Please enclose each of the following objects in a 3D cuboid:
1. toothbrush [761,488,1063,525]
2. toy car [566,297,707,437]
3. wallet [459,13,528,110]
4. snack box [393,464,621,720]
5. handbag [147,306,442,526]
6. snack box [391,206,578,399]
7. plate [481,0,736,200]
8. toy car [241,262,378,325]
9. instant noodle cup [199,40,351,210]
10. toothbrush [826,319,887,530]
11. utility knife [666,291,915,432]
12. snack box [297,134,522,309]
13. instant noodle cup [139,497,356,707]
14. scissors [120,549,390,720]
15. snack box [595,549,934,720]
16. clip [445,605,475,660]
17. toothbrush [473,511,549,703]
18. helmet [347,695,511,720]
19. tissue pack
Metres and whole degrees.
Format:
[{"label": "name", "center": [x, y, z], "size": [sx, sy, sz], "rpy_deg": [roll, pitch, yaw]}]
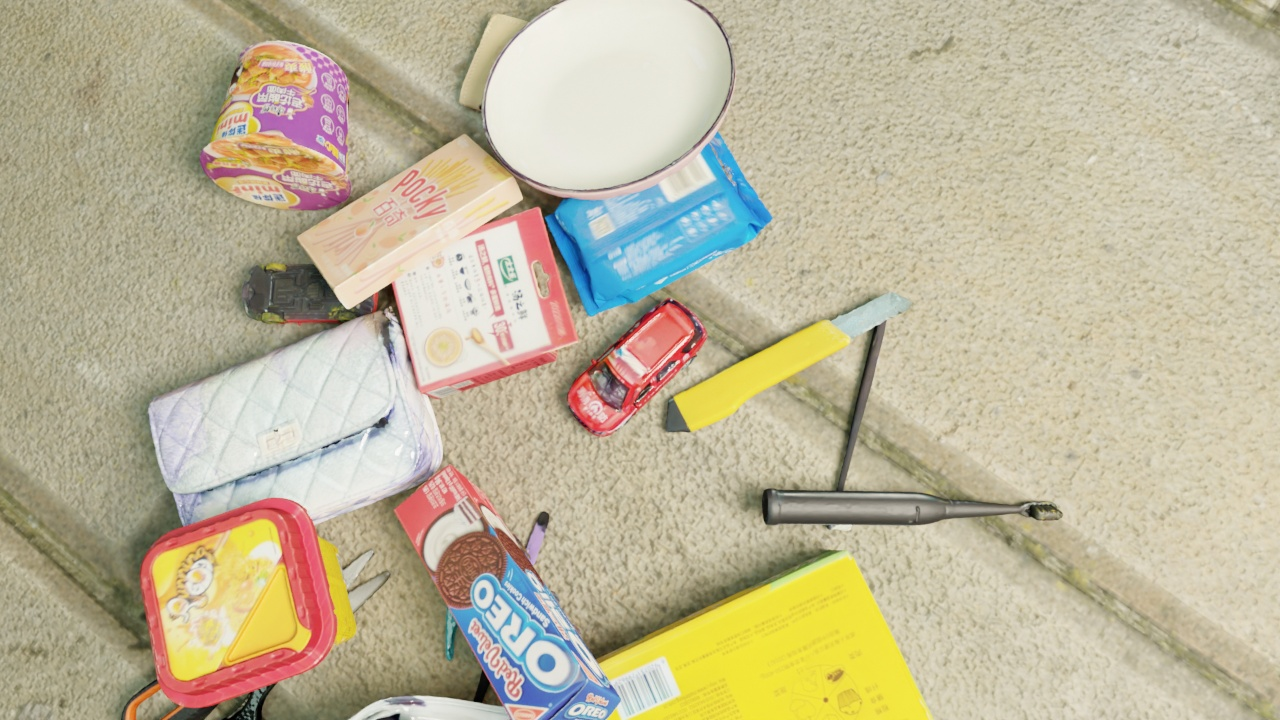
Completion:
[{"label": "toothbrush", "center": [0.194, 0.106, 0.652], "size": [0.212, 0.027, 0.026], "rpy_deg": [1, 98, -2]}, {"label": "toy car", "center": [-0.004, 0.004, 0.689], "size": [0.120, 0.045, 0.053], "rpy_deg": [-45, 78, -1]}, {"label": "wallet", "center": [-0.080, -0.232, 0.746], "size": [0.115, 0.024, 0.087], "rpy_deg": [19, 88, 9]}, {"label": "snack box", "center": [-0.094, 0.163, 0.621], "size": [0.057, 0.058, 0.207], "rpy_deg": [-39, 52, -5]}, {"label": "handbag", "center": [-0.255, 0.054, 0.689], "size": [0.194, 0.075, 0.134], "rpy_deg": [-22, 79, 1]}, {"label": "snack box", "center": [-0.118, -0.043, 0.707], "size": [0.127, 0.044, 0.113], "rpy_deg": [-17, 79, 4]}, {"label": "plate", "center": [-0.022, -0.196, 0.688], "size": [0.192, 0.039, 0.192], "rpy_deg": [-5, 65, 11]}, {"label": "toy car", "center": [-0.262, -0.053, 0.728], "size": [0.106, 0.031, 0.049], "rpy_deg": [-1, 80, 1]}, {"label": "instant noodle cup", "center": [-0.277, -0.185, 0.719], "size": [0.111, 0.112, 0.099], "rpy_deg": [1, 71, 6]}, {"label": "toothbrush", "center": [0.166, 0.038, 0.681], "size": [0.018, 0.015, 0.181], "rpy_deg": [13, 83, 5]}, {"label": "utility knife", "center": [0.109, 0.002, 0.687], "size": [0.207, 0.015, 0.033], "rpy_deg": [-27, 76, 5]}, {"label": "snack box", "center": [-0.176, -0.109, 0.700], "size": [0.157, 0.026, 0.084], "rpy_deg": [-36, 50, -12]}, {"label": "instant noodle cup", "center": [-0.259, 0.166, 0.632], "size": [0.116, 0.124, 0.116], "rpy_deg": [-19, 74, -4]}, {"label": "scissors", "center": [-0.274, 0.242, 0.691], "size": [0.234, 0.022, 0.162], "rpy_deg": [-18, 82, -3]}, {"label": "snack box", "center": [0.080, 0.242, 0.624], "size": [0.210, 0.070, 0.157], "rpy_deg": [-25, 79, -2]}, {"label": "clip", "center": [-0.135, 0.195, 0.685], "size": [0.040, 0.014, 0.056], "rpy_deg": [-9, 79, 3]}, {"label": "toothbrush", "center": [-0.103, 0.203, 0.683], "size": [0.014, 0.017, 0.189], "rpy_deg": [20, 80, -3]}, {"label": "helmet", "center": [-0.137, 0.343, 0.576], "size": [0.258, 0.146, 0.228], "rpy_deg": [-5, 47, -20]}, {"label": "tissue pack", "center": [0.012, -0.104, 0.700], "size": [0.157, 0.052, 0.095], "rpy_deg": [-28, 77, 0]}]
